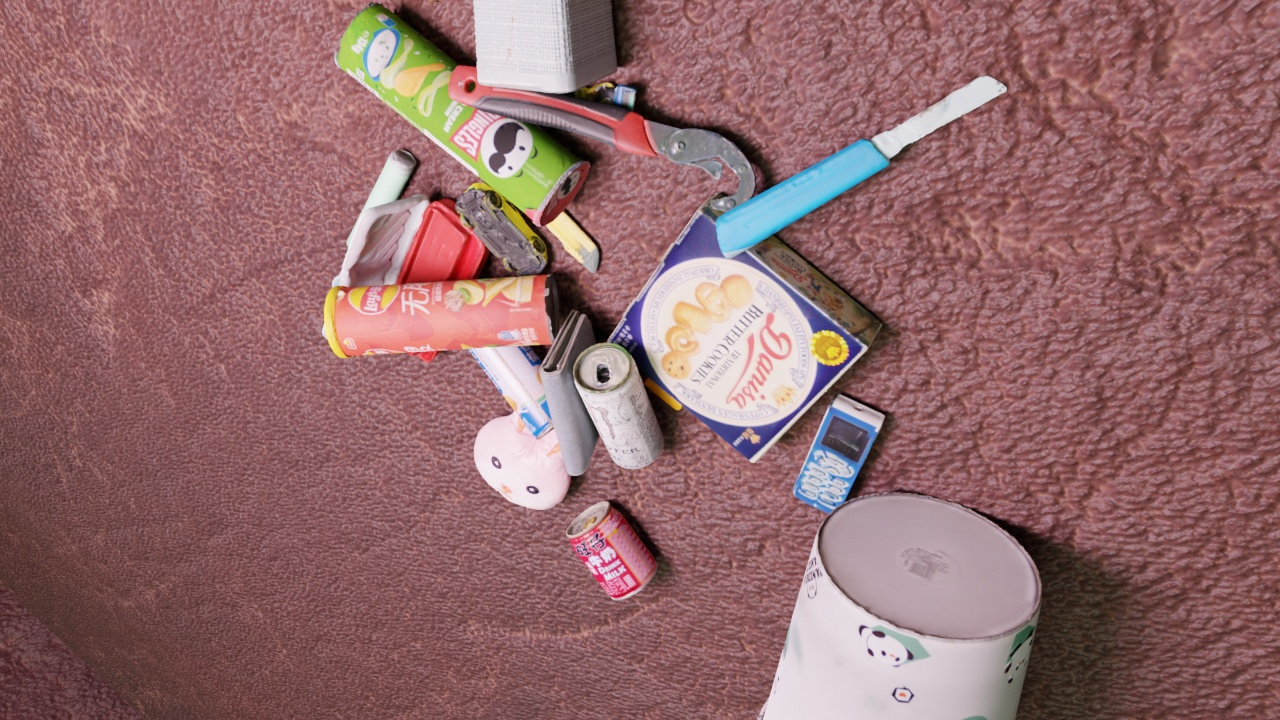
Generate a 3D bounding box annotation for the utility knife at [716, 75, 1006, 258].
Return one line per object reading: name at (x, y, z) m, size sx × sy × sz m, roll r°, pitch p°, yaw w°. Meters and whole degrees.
utility knife at (0.155, -0.143, 0.681) m, size 0.235 × 0.018 × 0.034 m, roll -27°, pitch 97°, yaw 27°

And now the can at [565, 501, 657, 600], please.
can at (-0.033, 0.212, 1.028) m, size 0.067 × 0.066 × 0.094 m, roll -25°, pitch 105°, yaw 40°

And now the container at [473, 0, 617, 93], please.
container at (-0.074, -0.275, 0.709) m, size 0.090 × 0.089 × 0.112 m, roll 14°, pitch 123°, yaw 23°

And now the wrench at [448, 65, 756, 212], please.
wrench at (-0.032, -0.189, 0.750) m, size 0.273 × 0.016 × 0.056 m, roll 22°, pitch 98°, yaw 8°

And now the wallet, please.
wallet at (-0.064, 0.029, 0.893) m, size 0.037 × 0.106 × 0.130 m, roll 2°, pitch 130°, yaw 16°

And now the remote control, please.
remote control at (0.180, 0.088, 0.843) m, size 0.049 × 0.024 × 0.125 m, roll 26°, pitch 131°, yaw 14°

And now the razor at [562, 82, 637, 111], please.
razor at (-0.067, -0.229, 0.778) m, size 0.143 × 0.022 × 0.043 m, roll 20°, pitch 123°, yaw 16°

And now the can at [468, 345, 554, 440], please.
can at (-0.125, 0.014, 0.947) m, size 0.134 × 0.053 × 0.053 m, roll 53°, pitch 132°, yaw 2°

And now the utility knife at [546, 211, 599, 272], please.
utility knife at (-0.109, -0.161, 0.860) m, size 0.201 × 0.021 × 0.031 m, roll 48°, pitch 126°, yaw 1°

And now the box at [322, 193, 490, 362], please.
box at (-0.244, -0.074, 0.940) m, size 0.110 × 0.099 × 0.202 m, roll 41°, pitch 133°, yaw 5°

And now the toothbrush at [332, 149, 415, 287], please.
toothbrush at (-0.289, -0.140, 0.971) m, size 0.026 × 0.027 × 0.225 m, roll 16°, pitch 140°, yaw -28°

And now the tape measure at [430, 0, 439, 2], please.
tape measure at (-0.172, -0.338, 0.764) m, size 0.060 × 0.028 × 0.057 m, roll -23°, pitch 106°, yaw 39°

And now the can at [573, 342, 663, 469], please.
can at (-0.019, 0.046, 0.878) m, size 0.058 × 0.058 × 0.147 m, roll 14°, pitch 151°, yaw 23°

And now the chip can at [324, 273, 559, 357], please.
chip can at (-0.189, -0.043, 0.891) m, size 0.216 × 0.073 × 0.073 m, roll -3°, pitch 122°, yaw 2°

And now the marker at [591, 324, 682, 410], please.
marker at (-0.005, 0.005, 0.907) m, size 0.124 × 0.015 × 0.018 m, roll 39°, pitch 138°, yaw 6°

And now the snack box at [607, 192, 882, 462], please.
snack box at (0.085, -0.024, 0.811) m, size 0.182 × 0.045 × 0.178 m, roll 39°, pitch 132°, yaw 3°

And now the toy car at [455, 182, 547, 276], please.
toy car at (-0.129, -0.126, 0.881) m, size 0.048 × 0.032 × 0.105 m, roll -24°, pitch 117°, yaw 39°

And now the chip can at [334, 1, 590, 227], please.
chip can at (-0.158, -0.216, 0.810) m, size 0.236 × 0.072 × 0.072 m, roll 38°, pitch 132°, yaw 4°

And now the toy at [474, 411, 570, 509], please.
toy at (-0.123, 0.099, 1.019) m, size 0.121 × 0.054 × 0.160 m, roll 34°, pitch 124°, yaw 5°

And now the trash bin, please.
trash bin at (0.230, 0.271, 0.817) m, size 0.230 × 0.228 × 0.252 m, roll 16°, pitch 121°, yaw 22°
